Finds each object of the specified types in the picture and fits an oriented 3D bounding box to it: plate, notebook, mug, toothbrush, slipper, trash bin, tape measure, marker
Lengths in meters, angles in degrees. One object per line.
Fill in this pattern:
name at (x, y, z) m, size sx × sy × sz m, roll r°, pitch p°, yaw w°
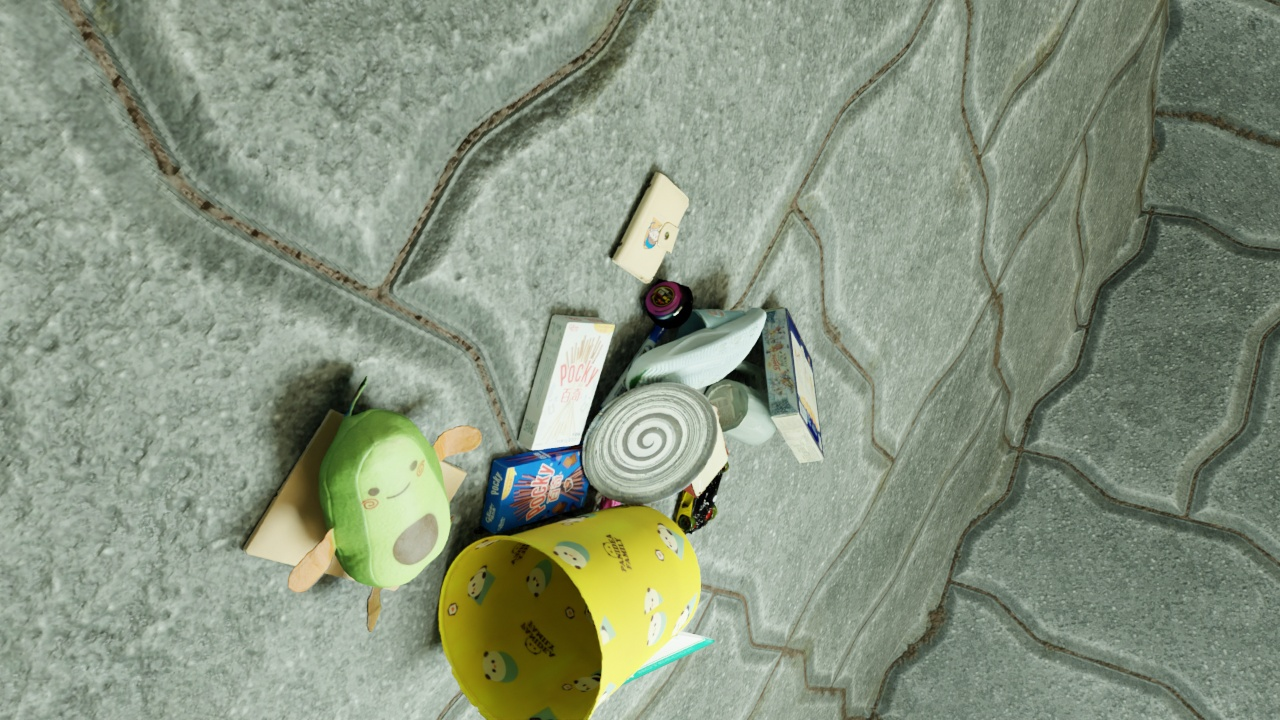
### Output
plate at (0.010, 0.101, 1.143) m, size 0.179 × 0.024 × 0.180 m, roll -10°, pitch 121°, yaw -18°
notebook at (-0.008, 0.444, 1.341) m, size 0.209 × 0.012 × 0.150 m, roll -29°, pitch 150°, yaw 14°
mug at (0.148, 0.057, 1.362) m, size 0.103 × 0.084 × 0.123 m, roll 23°, pitch 66°, yaw -55°
notebook at (-0.270, 0.144, 0.903) m, size 0.147 × 0.008 × 0.207 m, roll -59°, pitch 146°, yaw -7°
toothbrush at (-0.130, 0.195, 1.120) m, size 0.189 × 0.016 × 0.014 m, roll 0°, pitch 106°, yaw -53°
slipper at (0.067, -0.015, 1.192) m, size 0.244 × 0.074 × 0.104 m, roll -21°, pitch 147°, yaw -41°
trash bin at (-0.068, 0.289, 1.094) m, size 0.254 × 0.230 × 0.230 m, roll -11°, pitch 120°, yaw -57°
tape measure at (0.036, -0.068, 1.135) m, size 0.057 × 0.057 × 0.039 m, roll -63°, pitch 148°, yaw -18°
marker at (-0.007, 0.007, 1.162) m, size 0.145 × 0.017 × 0.017 m, roll -56°, pitch 145°, yaw -13°

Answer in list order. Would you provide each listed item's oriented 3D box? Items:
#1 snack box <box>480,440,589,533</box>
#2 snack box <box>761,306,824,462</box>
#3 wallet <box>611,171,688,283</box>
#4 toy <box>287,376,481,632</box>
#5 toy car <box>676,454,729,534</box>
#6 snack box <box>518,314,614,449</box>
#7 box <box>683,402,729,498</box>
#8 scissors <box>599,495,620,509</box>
snack box at (-0.118, 0.148, 1.094) m, size 0.156 × 0.026 × 0.085 m, roll -8°, pitch 117°, yaw -52°
snack box at (0.232, 0.040, 1.396) m, size 0.178 × 0.046 × 0.182 m, roll 51°, pitch 32°, yaw -54°
wallet at (0.017, -0.153, 1.085) m, size 0.087 × 0.024 × 0.115 m, roll 28°, pitch 87°, yaw -58°
toy at (-0.234, 0.138, 0.860) m, size 0.226 × 0.090 × 0.247 m, roll -46°, pitch 145°, yaw -36°
toy car at (0.093, 0.197, 1.399) m, size 0.071 × 0.041 × 0.156 m, roll -14°, pitch 125°, yaw -49°
snack box at (-0.086, 0.026, 1.059) m, size 0.084 × 0.027 × 0.157 m, roll -1°, pitch 113°, yaw -53°
box at (0.074, 0.117, 1.265) m, size 0.091 × 0.077 × 0.168 m, roll -49°, pitch 150°, yaw -19°
scissors at (-0.043, 0.222, 1.257) m, size 0.057 × 0.017 × 0.134 m, roll -29°, pitch 137°, yaw -49°
